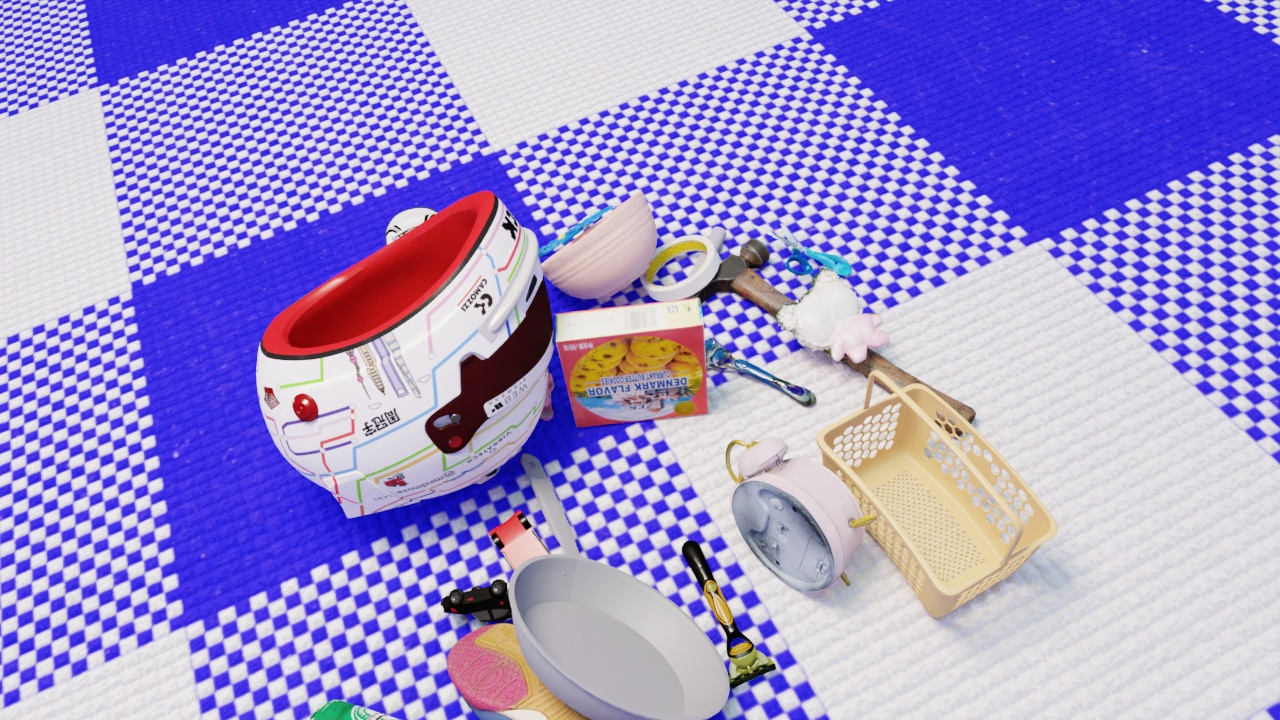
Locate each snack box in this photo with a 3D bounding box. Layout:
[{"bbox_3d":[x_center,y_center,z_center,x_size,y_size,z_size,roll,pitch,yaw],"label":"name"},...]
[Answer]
[{"bbox_3d":[-0.005,0.005,0.927,0.142,0.145,0.040,-7,50,1],"label":"snack box"}]

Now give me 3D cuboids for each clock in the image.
[{"bbox_3d":[0.131,0.134,0.834,0.058,0.117,0.158,-33,55,-30],"label":"clock"}]

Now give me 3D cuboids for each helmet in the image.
[{"bbox_3d":[-0.203,0.011,0.888,0.314,0.236,0.230,-31,32,4],"label":"helmet"}]

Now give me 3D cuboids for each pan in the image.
[{"bbox_3d":[-0.053,0.196,0.818,0.051,0.200,0.356,-62,35,13],"label":"pan"}]

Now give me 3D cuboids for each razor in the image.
[{"bbox_3d":[0.071,0.224,0.833,0.044,0.021,0.144,-21,51,-9],"label":"razor"},{"bbox_3d":[0.124,0.014,0.984,0.141,0.018,0.043,24,59,23],"label":"razor"}]

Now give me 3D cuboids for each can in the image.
[{"bbox_3d":[-0.231,0.324,0.773,0.101,0.053,0.053,11,55,16],"label":"can"}]

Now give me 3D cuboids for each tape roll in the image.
[{"bbox_3d":[0.045,-0.107,1.064,0.094,0.019,0.093,-20,40,17],"label":"tape roll"}]

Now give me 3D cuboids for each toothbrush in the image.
[{"bbox_3d":[0.060,-0.085,1.065,0.018,0.019,0.187,19,58,13],"label":"toothbrush"}]

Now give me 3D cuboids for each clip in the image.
[{"bbox_3d":[-0.103,0.042,0.994,0.023,0.045,0.060,-7,20,-1],"label":"clip"}]

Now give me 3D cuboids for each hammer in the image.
[{"bbox_3d":[0.204,-0.016,0.991,0.330,0.033,0.119,37,69,29],"label":"hammer"}]

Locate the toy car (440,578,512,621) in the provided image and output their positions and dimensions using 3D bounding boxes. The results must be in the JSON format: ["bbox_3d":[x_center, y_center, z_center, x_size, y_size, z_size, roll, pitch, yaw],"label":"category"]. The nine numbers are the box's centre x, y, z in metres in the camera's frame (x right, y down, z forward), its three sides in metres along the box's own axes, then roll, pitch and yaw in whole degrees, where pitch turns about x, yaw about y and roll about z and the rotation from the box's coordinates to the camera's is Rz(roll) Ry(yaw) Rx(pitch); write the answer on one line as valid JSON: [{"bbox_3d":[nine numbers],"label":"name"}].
[{"bbox_3d":[-0.138,0.221,0.839,0.092,0.042,0.036,-17,75,18],"label":"toy car"}]

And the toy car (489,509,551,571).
[{"bbox_3d":[-0.108,0.186,0.879,0.038,0.025,0.089,-36,65,-8],"label":"toy car"}]

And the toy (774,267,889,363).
[{"bbox_3d":[0.205,-0.038,0.964,0.095,0.041,0.109,-42,66,-15],"label":"toy"}]

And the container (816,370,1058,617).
[{"bbox_3d":[0.256,0.109,0.801,0.129,0.167,0.183,-27,54,-13],"label":"container"}]

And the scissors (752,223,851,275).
[{"bbox_3d":[0.179,-0.128,1.059,0.129,0.014,0.118,34,35,18],"label":"scissors"}]

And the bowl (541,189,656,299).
[{"bbox_3d":[-0.037,-0.120,1.048,0.152,0.153,0.076,-40,100,-21],"label":"bowl"}]

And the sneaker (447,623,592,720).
[{"bbox_3d":[-0.083,0.311,0.758,0.116,0.091,0.242,-34,37,-24],"label":"sneaker"}]

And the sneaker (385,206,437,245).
[{"bbox_3d":[-0.251,-0.108,1.074,0.091,0.097,0.245,-19,54,-7],"label":"sneaker"}]

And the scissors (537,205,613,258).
[{"bbox_3d":[-0.079,-0.156,1.110,0.126,0.013,0.130,-26,18,29],"label":"scissors"}]
